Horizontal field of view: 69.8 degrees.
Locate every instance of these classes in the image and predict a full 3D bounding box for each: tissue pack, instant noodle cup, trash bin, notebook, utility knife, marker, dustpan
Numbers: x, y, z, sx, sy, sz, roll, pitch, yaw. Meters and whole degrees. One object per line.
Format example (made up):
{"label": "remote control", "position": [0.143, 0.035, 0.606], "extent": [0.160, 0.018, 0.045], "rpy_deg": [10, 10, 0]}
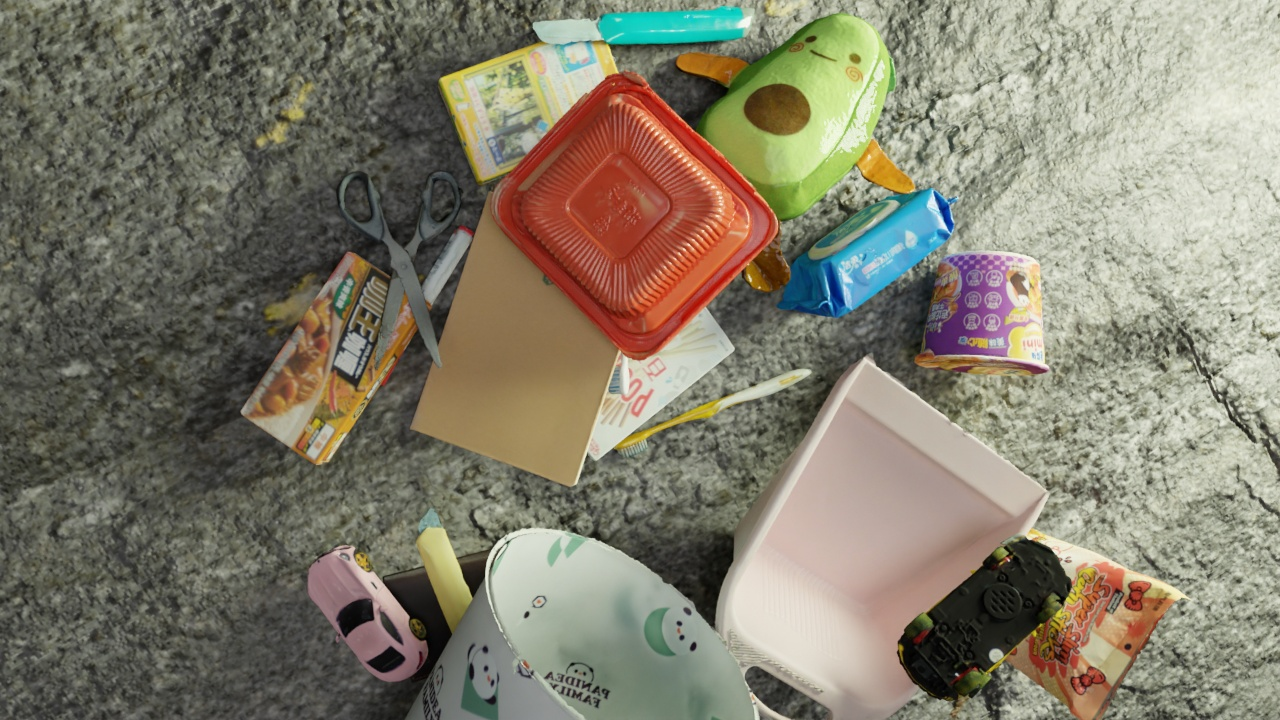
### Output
{"label": "tissue pack", "position": [0.190, -0.092, 0.784], "extent": [0.157, 0.095, 0.052], "rpy_deg": [-36, 100, -5]}
{"label": "instant noodle cup", "position": [-0.011, -0.113, 0.693], "extent": [0.189, 0.079, 0.164], "rpy_deg": [45, 98, 5]}
{"label": "trash bin", "position": [-0.077, 0.295, 0.680], "extent": [0.229, 0.229, 0.252], "rpy_deg": [31, 105, -13]}
{"label": "notebook", "position": [-0.089, -0.019, 0.746], "extent": [0.148, 0.008, 0.207], "rpy_deg": [18, 91, 9]}
{"label": "utility knife", "position": [0.008, -0.273, 0.748], "extent": [0.205, 0.013, 0.029], "rpy_deg": [-12, 101, -26]}
{"label": "marker", "position": [-0.178, -0.045, 0.746], "extent": [0.017, 0.017, 0.145], "rpy_deg": [32, 88, -13]}
{"label": "dustpan", "position": [0.192, 0.175, 0.759], "extent": [0.222, 0.138, 0.274], "rpy_deg": [32, 116, -12]}
{"label": "utility knife", "position": [-0.149, 0.197, 0.752], "extent": [0.031, 0.018, 0.165], "rpy_deg": [-21, 111, -12]}
{"label": "instant noodle cup", "position": [0.305, -0.041, 0.811], "extent": [0.111, 0.112, 0.099], "rpy_deg": [8, 86, -13]}

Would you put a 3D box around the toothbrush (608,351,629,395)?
{"label": "toothbrush", "position": [-0.007, -0.081, 0.757], "extent": [0.026, 0.026, 0.221], "rpy_deg": [3, 84, 22]}

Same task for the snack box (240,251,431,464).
{"label": "snack box", "position": [-0.238, -0.002, 0.722], "extent": [0.075, 0.026, 0.153], "rpy_deg": [33, 87, 2]}

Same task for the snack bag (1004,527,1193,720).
{"label": "snack bag", "position": [0.347, 0.208, 0.787], "extent": [0.073, 0.208, 0.128], "rpy_deg": [41, 86, -18]}

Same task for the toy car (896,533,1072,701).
{"label": "toy car", "position": [0.281, 0.210, 0.746], "extent": [0.156, 0.041, 0.071], "rpy_deg": [-41, 64, -3]}

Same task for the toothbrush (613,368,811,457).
{"label": "toothbrush", "position": [0.066, 0.045, 0.809], "extent": [0.191, 0.016, 0.018], "rpy_deg": [-21, 110, -10]}

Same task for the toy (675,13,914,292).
{"label": "toy", "position": [0.120, -0.189, 0.755], "extent": [0.227, 0.090, 0.246], "rpy_deg": [35, 79, 8]}

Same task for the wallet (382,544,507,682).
{"label": "wallet", "position": [-0.146, 0.212, 0.776], "extent": [0.122, 0.020, 0.096], "rpy_deg": [-13, 98, -9]}

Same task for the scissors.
{"label": "scissors", "position": [-0.185, -0.080, 0.715], "extent": [0.174, 0.014, 0.159], "rpy_deg": [41, 69, 3]}

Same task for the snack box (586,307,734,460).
{"label": "snack box", "position": [-0.005, 0.005, 0.784], "extent": [0.156, 0.027, 0.084], "rpy_deg": [-38, 101, -7]}

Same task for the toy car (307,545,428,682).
{"label": "toy car", "position": [-0.222, 0.206, 0.739], "extent": [0.056, 0.037, 0.122], "rpy_deg": [-35, 96, 13]}

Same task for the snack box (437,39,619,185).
{"label": "snack box", "position": [-0.083, -0.208, 0.745], "extent": [0.140, 0.034, 0.087], "rpy_deg": [-24, 100, -11]}
